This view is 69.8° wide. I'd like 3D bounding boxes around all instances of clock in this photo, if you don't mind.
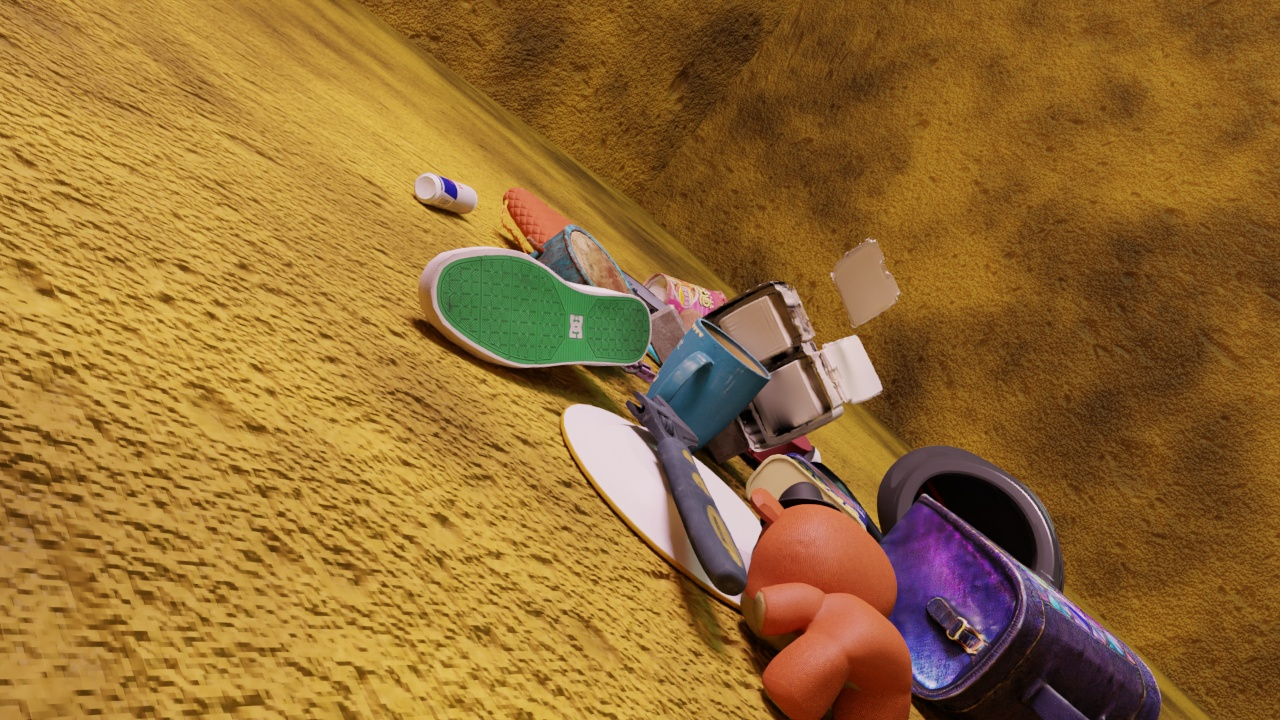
[{"bbox_3d":[-0.052,-0.049,0.887,0.157,0.073,0.121,56,17,4],"label":"clock"},{"bbox_3d":[0.151,0.088,1.014,0.124,0.044,0.087,30,19,-38],"label":"clock"}]

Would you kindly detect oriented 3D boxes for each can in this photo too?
[{"bbox_3d":[-0.210,-0.179,0.991,0.032,0.032,0.095,41,11,10],"label":"can"},{"bbox_3d":[0.162,0.139,0.875,0.116,0.056,0.092,42,10,14],"label":"can"}]

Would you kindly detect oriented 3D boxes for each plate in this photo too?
[{"bbox_3d":[0.037,0.103,0.684,0.230,0.021,0.229,38,10,-9],"label":"plate"}]

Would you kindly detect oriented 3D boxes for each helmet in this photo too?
[{"bbox_3d":[0.360,0.200,1.003,0.170,0.164,0.264,50,10,-47],"label":"helmet"}]

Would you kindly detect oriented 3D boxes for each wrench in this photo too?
[{"bbox_3d":[0.030,0.079,0.631,0.073,0.022,0.273,43,8,-20],"label":"wrench"}]

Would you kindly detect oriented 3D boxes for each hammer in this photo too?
[{"bbox_3d":[0.057,-0.011,1.010,0.158,0.037,0.300,60,9,-12],"label":"hammer"}]

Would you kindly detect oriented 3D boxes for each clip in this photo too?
[{"bbox_3d":[-0.005,0.007,0.975,0.051,0.013,0.035,30,13,-33],"label":"clip"}]

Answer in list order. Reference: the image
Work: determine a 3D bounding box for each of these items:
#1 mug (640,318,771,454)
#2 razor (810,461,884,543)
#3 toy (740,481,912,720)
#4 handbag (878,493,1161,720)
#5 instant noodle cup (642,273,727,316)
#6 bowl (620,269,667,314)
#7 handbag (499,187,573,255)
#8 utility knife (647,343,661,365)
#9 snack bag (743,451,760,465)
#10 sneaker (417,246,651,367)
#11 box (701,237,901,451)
[{"bbox_3d":[0.045,0.027,0.809,0.084,0.104,0.112,44,14,21],"label":"mug"},{"bbox_3d":[0.217,0.173,0.962,0.151,0.054,0.067,47,-5,10],"label":"razor"},{"bbox_3d":[0.114,0.147,0.566,0.112,0.096,0.175,35,41,-25],"label":"toy"},{"bbox_3d":[0.300,0.236,0.751,0.204,0.125,0.222,34,9,-27],"label":"handbag"},{"bbox_3d":[0.056,-0.074,1.335,0.108,0.098,0.097,22,18,-33],"label":"instant noodle cup"},{"bbox_3d":[-0.007,-0.070,1.201,0.114,0.045,0.114,38,10,-8],"label":"bowl"},{"bbox_3d":[-0.097,-0.123,1.063,0.109,0.060,0.172,37,12,-44],"label":"handbag"},{"bbox_3d":[0.034,0.009,1.101,0.151,0.015,0.022,46,11,20],"label":"utility knife"},{"bbox_3d":[0.092,0.072,1.026,0.158,0.013,0.057,38,14,-11],"label":"snack bag"},{"bbox_3d":[-0.091,-0.034,0.719,0.079,0.084,0.235,3,-4,36],"label":"sneaker"},{"bbox_3d":[0.177,-0.017,0.865,0.106,0.193,0.143,-13,79,-55],"label":"box"}]
